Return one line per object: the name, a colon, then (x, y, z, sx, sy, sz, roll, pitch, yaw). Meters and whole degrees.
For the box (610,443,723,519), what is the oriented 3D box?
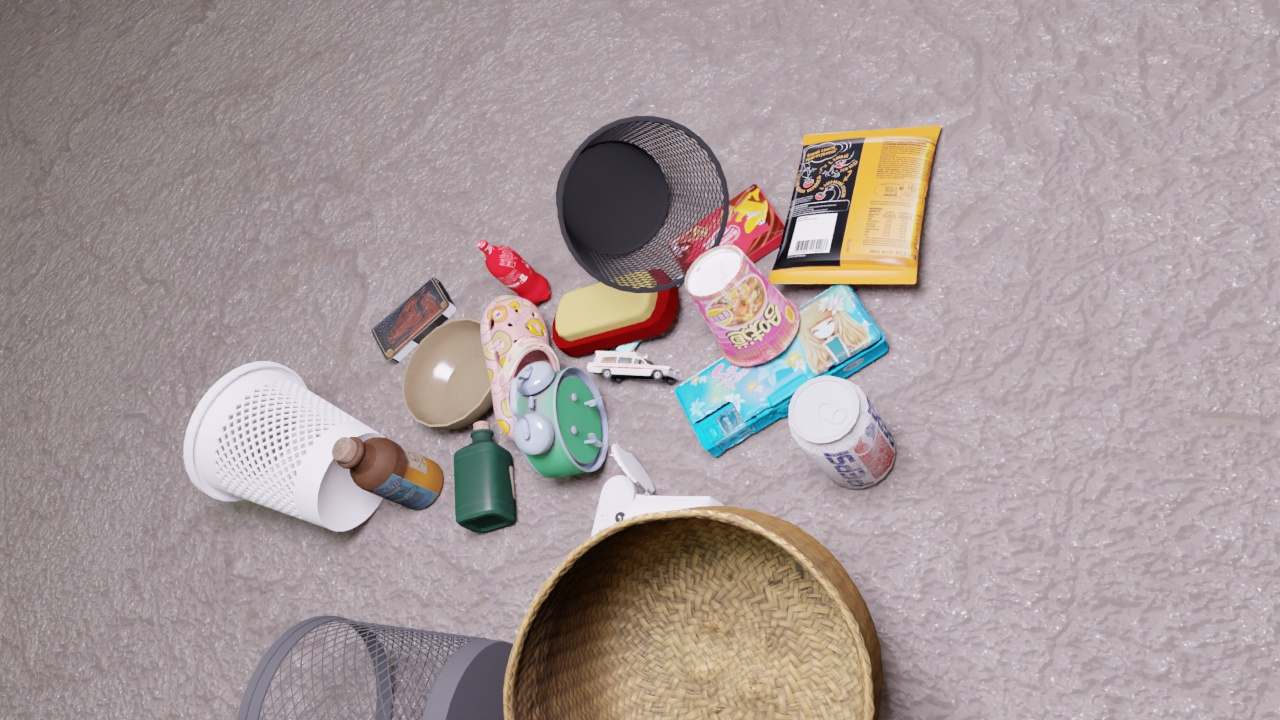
box: (0.028, 0.153, 0.984, 0.140, 0.083, 0.141, -6, 70, 27)

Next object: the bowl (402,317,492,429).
bowl: (-0.235, 0.024, 1.201, 0.153, 0.050, 0.152, -12, 62, 23)

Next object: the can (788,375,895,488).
can: (0.196, 0.071, 0.893, 0.078, 0.136, 0.078, -12, 62, 23)

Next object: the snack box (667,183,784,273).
snack box: (0.106, -0.146, 1.116, 0.133, 0.021, 0.089, -34, 55, 10)

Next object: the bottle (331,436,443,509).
bottle: (-0.315, 0.132, 1.127, 0.068, 0.157, 0.067, -12, 62, 23)

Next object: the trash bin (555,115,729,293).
trash bin: (-0.016, -0.184, 1.066, 0.184, 0.184, 0.210, -46, 17, 1)

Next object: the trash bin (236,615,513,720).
trash bin: (-0.249, 0.380, 0.946, 0.228, 0.218, 0.217, -4, 65, 22)

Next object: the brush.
brush: (-0.038, -0.062, 1.127, 0.174, 0.042, 0.082, -14, 56, 30)

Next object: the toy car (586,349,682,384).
toy car: (-0.006, 0.007, 1.092, 0.113, 0.039, 0.039, 1, 79, 29)

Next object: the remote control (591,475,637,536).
remote control: (-0.034, 0.196, 1.034, 0.043, 0.013, 0.136, 2, 68, 29)

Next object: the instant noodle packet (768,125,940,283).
instant noodle packet: (0.244, -0.178, 1.038, 0.160, 0.032, 0.220, 3, 61, 27)

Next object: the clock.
clock: (-0.095, 0.064, 1.038, 0.075, 0.161, 0.121, -13, 62, 24)

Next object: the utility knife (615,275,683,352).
utility knife: (0.016, -0.056, 1.128, 0.126, 0.015, 0.022, -51, 48, -6)

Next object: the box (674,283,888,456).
box: (0.151, 0.009, 1.006, 0.227, 0.041, 0.094, -33, 55, 11)

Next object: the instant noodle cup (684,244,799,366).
instant noodle cup: (0.103, -0.064, 0.984, 0.098, 0.108, 0.097, -23, 42, 23)

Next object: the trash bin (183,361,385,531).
trash bin: (-0.443, 0.124, 1.197, 0.200, 0.195, 0.195, 19, 77, 24)

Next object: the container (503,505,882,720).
container: (0.062, 0.271, 0.802, 0.307, 0.196, 0.307, -1, 87, 22)

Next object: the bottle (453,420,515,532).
bottle: (-0.191, 0.136, 1.117, 0.061, 0.061, 0.131, -18, 60, 17)

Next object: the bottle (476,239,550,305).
bottle: (-0.163, -0.114, 1.172, 0.042, 0.141, 0.041, -12, 62, 23)

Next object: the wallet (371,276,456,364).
wallet: (-0.324, -0.057, 1.307, 0.123, 0.019, 0.072, -40, 59, 6)

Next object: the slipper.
slipper: (-0.136, 0.003, 1.126, 0.082, 0.093, 0.197, -31, 61, 45)
